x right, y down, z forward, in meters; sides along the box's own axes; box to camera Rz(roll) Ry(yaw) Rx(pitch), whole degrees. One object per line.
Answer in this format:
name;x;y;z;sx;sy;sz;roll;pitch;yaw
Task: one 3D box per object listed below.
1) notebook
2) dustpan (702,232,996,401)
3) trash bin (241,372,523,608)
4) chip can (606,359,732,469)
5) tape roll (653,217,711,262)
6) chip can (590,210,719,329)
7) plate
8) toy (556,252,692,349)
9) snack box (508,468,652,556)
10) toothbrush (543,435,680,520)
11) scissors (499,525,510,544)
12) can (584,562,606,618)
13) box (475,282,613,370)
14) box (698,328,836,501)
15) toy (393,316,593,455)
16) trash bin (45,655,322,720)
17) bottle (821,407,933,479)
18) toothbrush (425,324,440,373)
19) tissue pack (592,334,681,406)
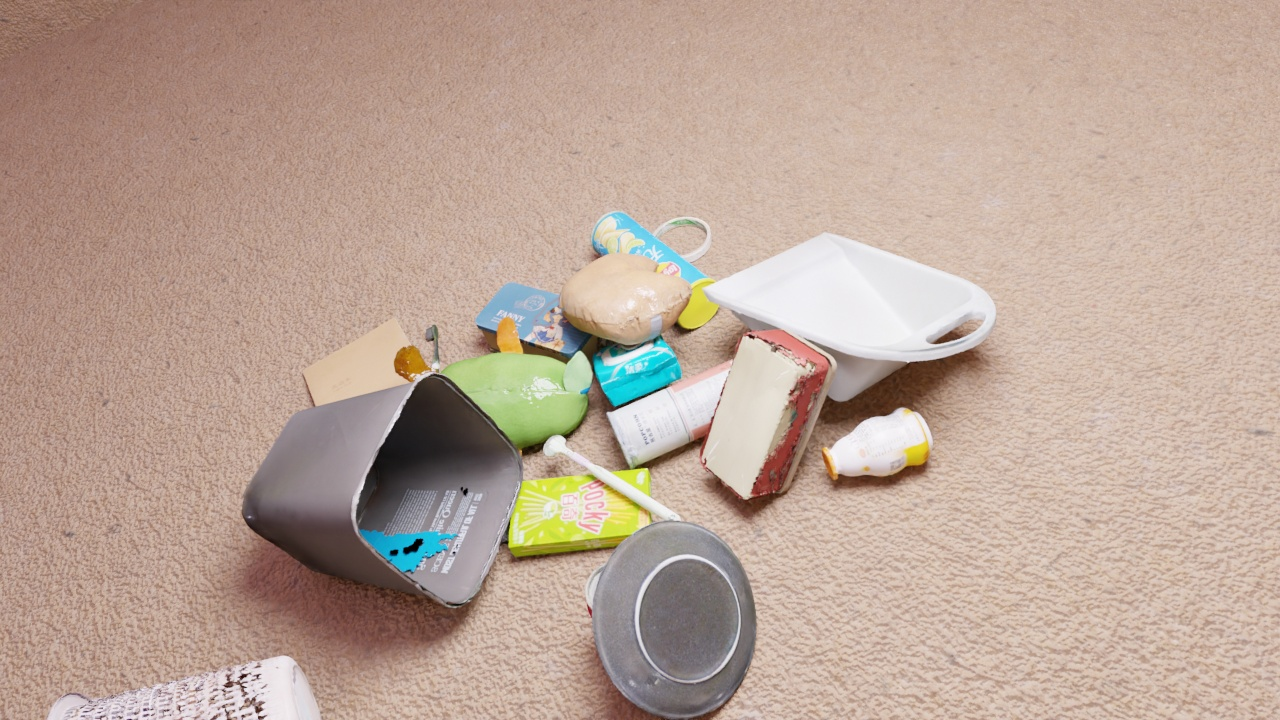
notebook;-0.364;0.031;1.227;0.149;0.012;0.211;-31;42;-11
dustpan;0.245;-0.071;1.009;0.222;0.143;0.257;-26;65;-31
trash bin;-0.281;0.141;0.987;0.220;0.198;0.198;-6;48;33
chip can;0.073;0.049;1.048;0.214;0.071;0.071;-24;47;-4
tape roll;0.057;-0.168;1.283;0.086;0.014;0.085;-9;48;10
chip can;0.016;-0.124;1.219;0.071;0.071;0.210;-35;49;-14
plate;0.040;0.236;0.844;0.024;0.179;0.179;-25;27;57
toy;-0.036;-0.086;1.119;0.143;0.083;0.226;-17;28;-20
snack box;-0.065;0.167;1.013;0.156;0.026;0.085;-7;49;7
toothbrush;-0.032;0.132;1.005;0.190;0.020;0.029;27;65;30
scissors;-0.166;0.207;1.027;0.172;0.014;0.146;13;54;22
can;-0.013;0.242;0.890;0.066;0.094;0.066;-9;48;9
box;-0.129;-0.041;1.199;0.184;0.061;0.089;16;56;27
box;0.125;0.058;0.950;0.080;0.169;0.091;-8;34;-42
toy;-0.175;0.051;1.109;0.247;0.090;0.226;-3;75;5
trash bin;-0.390;0.373;0.829;0.192;0.228;0.227;-19;46;-17
bottle;0.247;0.092;0.962;0.108;0.063;0.063;-19;47;0
toothbrush;-0.276;0.019;1.224;0.017;0.012;0.185;-21;47;7
tissue pack;-0.006;0.006;1.090;0.093;0.050;0.133;-22;14;-2
